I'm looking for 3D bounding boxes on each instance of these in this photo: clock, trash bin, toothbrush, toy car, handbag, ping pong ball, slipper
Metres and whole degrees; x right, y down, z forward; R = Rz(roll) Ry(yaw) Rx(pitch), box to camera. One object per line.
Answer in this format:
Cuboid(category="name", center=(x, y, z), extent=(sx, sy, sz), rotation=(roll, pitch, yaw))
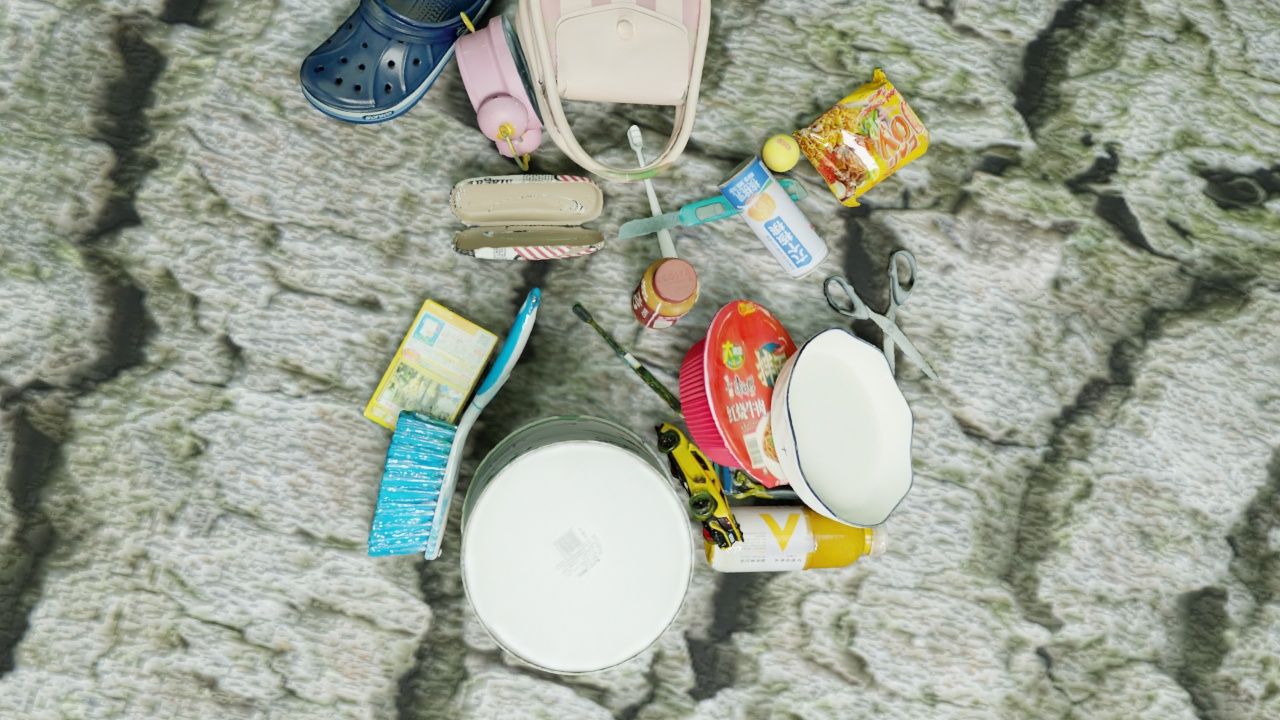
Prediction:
Cuboid(category="clock", center=(-0.141, -0.274, 0.952), extent=(0.060, 0.117, 0.158), rotation=(-19, 85, 4))
Cuboid(category="trash bin", center=(-0.059, 0.162, 0.832), extent=(0.229, 0.252, 0.229), rotation=(0, 86, -6))
Cuboid(category="toothbrush", center=(0.016, -0.171, 1.006), extent=(0.016, 0.016, 0.180), rotation=(-16, 88, -9))
Cuboid(category="toy car", center=(0.057, 0.123, 0.931), extent=(0.041, 0.071, 0.155), rotation=(-28, 50, -3))
Cuboid(category="handbag", center=(-0.024, -0.296, 0.952), extent=(0.193, 0.093, 0.234), rotation=(-2, 84, -17))
Cuboid(category="toothbrush", center=(-0.006, 0.006, 0.992), extent=(0.186, 0.017, 0.012), rotation=(44, 96, -1))
Cuboid(category="ping pong ball", center=(0.154, -0.228, 1.008), extent=(0.040, 0.040, 0.040), rotation=(0, 86, -5))
Cuboid(category="slipper", center=(-0.245, -0.350, 0.960), extent=(0.105, 0.095, 0.252), rotation=(44, 81, 2))

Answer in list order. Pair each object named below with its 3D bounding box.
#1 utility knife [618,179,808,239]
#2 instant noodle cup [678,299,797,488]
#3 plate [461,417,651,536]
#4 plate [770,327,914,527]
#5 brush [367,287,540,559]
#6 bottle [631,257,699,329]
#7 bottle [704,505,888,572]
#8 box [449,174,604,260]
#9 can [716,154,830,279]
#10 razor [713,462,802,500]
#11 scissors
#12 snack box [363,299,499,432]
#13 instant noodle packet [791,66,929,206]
Cuboid(category="utility knife", center=(0.081, -0.165, 1.005), extent=(0.222, 0.013, 0.029), rotation=(-16, 91, -10))
Cuboid(category="instant noodle cup", center=(0.102, 0.039, 0.939), extent=(0.066, 0.193, 0.194), rotation=(-18, 87, 38))
Cuboid(category="plate", center=(-0.075, 0.175, 0.971), extent=(0.230, 0.027, 0.230), rotation=(0, 87, -5))
Cuboid(category="plate", center=(0.207, 0.070, 0.945), extent=(0.204, 0.046, 0.204), rotation=(13, 69, -38))
Cuboid(category="brush", center=(-0.188, 0.063, 0.912), extent=(0.109, 0.060, 0.315), rotation=(15, 106, -6))
Cuboid(category="bottle", center=(0.025, -0.067, 0.920), extent=(0.057, 0.175, 0.057), rotation=(0, 86, -5))
Cuboid(category="bottle", center=(0.164, 0.187, 0.968), extent=(0.189, 0.068, 0.068), rotation=(0, 86, -5))
Cuboid(category="box", center=(-0.120, -0.155, 0.964), extent=(0.162, 0.076, 0.087), rotation=(-3, 114, -3))
Cuboid(category="can", center=(0.144, -0.152, 0.985), extent=(0.053, 0.053, 0.134), rotation=(-43, 102, -6))
Cuboid(category="razor", center=(0.147, 0.141, 0.995), extent=(0.142, 0.022, 0.042), rotation=(9, 41, -7))
Cuboid(category="scissors", center=(0.273, -0.040, 1.020), extent=(0.159, 0.014, 0.181), rotation=(16, 86, -4))
Cuboid(category="snack box", center=(-0.219, 0.016, 0.967), extent=(0.087, 0.034, 0.140), rotation=(28, 83, -3))
Cuboid(category="instant noodle packet", center=(0.250, -0.247, 1.017), extent=(0.128, 0.044, 0.111), rotation=(-38, 94, -6))
